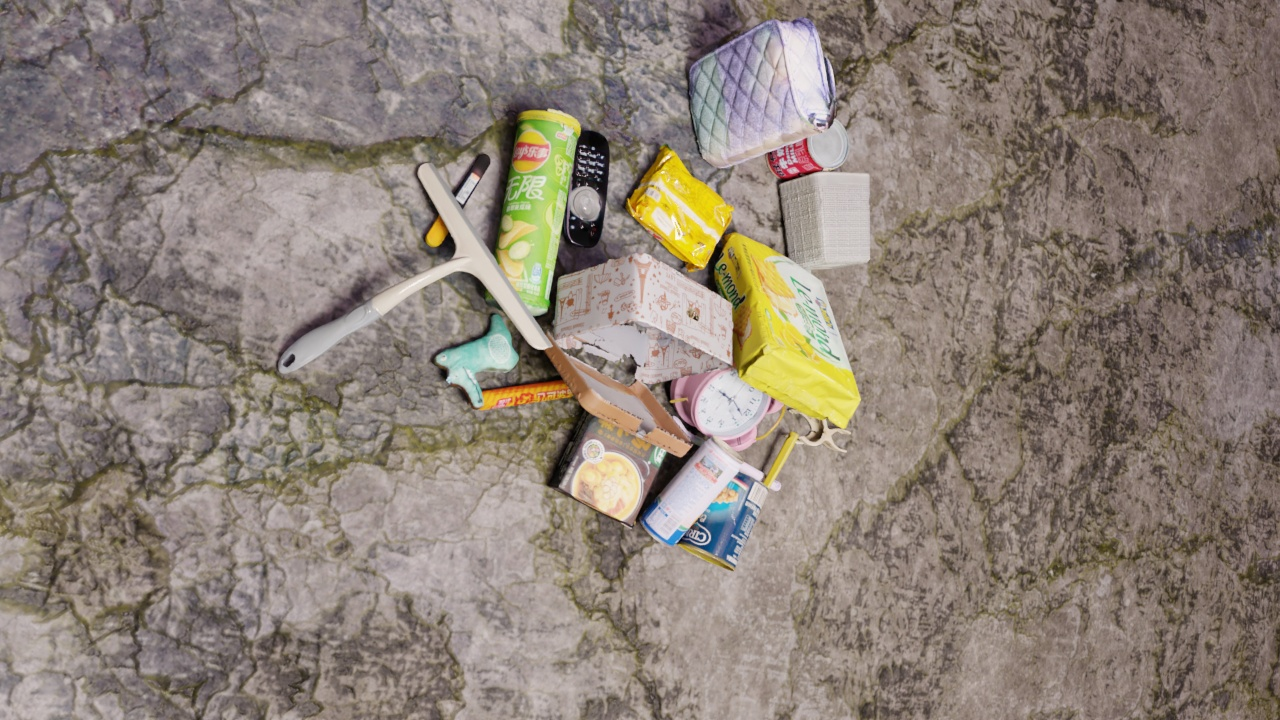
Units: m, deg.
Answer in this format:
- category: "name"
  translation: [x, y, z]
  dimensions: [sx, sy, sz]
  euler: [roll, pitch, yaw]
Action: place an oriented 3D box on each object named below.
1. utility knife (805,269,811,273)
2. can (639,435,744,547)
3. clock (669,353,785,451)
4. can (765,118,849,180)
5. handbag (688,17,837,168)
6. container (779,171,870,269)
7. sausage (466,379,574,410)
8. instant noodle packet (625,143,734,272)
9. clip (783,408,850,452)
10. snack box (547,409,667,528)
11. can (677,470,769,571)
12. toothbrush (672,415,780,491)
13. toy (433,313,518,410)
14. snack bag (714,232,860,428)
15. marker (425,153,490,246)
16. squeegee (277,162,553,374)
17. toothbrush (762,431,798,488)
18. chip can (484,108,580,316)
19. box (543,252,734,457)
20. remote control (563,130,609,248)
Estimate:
- category: "utility knife"
  translation: [0.240, -0.051, 1.226]
  dimensions: [0.029, 0.013, 0.207]
  euler: [-17, 94, -29]
- category: "can"
  translation: [0.060, 0.154, 1.080]
  dimensions: [0.053, 0.053, 0.135]
  euler: [37, 98, -22]
- category: "clock"
  translation: [0.113, 0.047, 1.112]
  dimensions: [0.158, 0.060, 0.117]
  euler: [33, 100, -35]
- category: "can"
  translation: [0.211, -0.267, 1.169]
  dimensions: [0.066, 0.094, 0.066]
  euler: [0, 89, -28]
- category: "handbag"
  translation: [0.140, -0.311, 1.076]
  dimensions: [0.075, 0.194, 0.134]
  euler: [-13, 95, -30]
- category: "container"
  translation: [0.240, -0.178, 1.184]
  dimensions: [0.090, 0.090, 0.114]
  euler: [-5, 91, -27]
- category: "sausage"
  translation: [-0.117, 0.036, 1.035]
  dimensions: [0.165, 0.021, 0.021]
  euler: [-8, 93, -27]
- category: "instant noodle packet"
  translation: [0.046, -0.182, 1.111]
  dimensions: [0.128, 0.044, 0.110]
  euler: [40, 66, -25]
- category: "clip"
  translation: [0.230, 0.107, 1.210]
  dimensions: [0.104, 0.035, 0.083]
  euler: [41, 68, -29]
- category: "snack box"
  translation: [-0.027, 0.123, 1.069]
  dimensions: [0.125, 0.053, 0.113]
  euler: [30, 76, -19]
- category: "can"
  translation: [0.102, 0.189, 1.117]
  dimensions: [0.075, 0.075, 0.111]
  euler: [33, 74, -23]
- category: "toothbrush"
  translation: [0.107, 0.123, 1.153]
  dimensions: [0.189, 0.021, 0.029]
  euler: [31, 74, -25]
- category: "toy"
  translation: [-0.176, 0.003, 0.998]
  dimensions: [0.091, 0.030, 0.096]
  euler: [-20, 78, -23]
- category: "snack bag"
  translation: [0.166, -0.041, 1.095]
  dimensions: [0.158, 0.068, 0.246]
  euler: [27, 37, -29]
- category: "marker"
  translation: [-0.198, -0.175, 1.001]
  dimensions: [0.018, 0.015, 0.123]
  euler: [36, 71, -24]
- category: "squeegee"
  translation: [-0.258, -0.057, 0.928]
  dimensions: [0.246, 0.039, 0.246]
  euler: [-31, 79, -12]
- category: "toothbrush"
  translation: [0.147, 0.172, 1.159]
  dimensions: [0.016, 0.016, 0.190]
  euler: [33, 83, -21]
- category: "chip can"
  translation: [-0.119, -0.160, 1.009]
  dimensions: [0.072, 0.073, 0.221]
  euler: [12, 83, -27]
- category: "box"
  translation: [-0.007, 0.008, 0.995]
  dimensions: [0.182, 0.153, 0.177]
  euler: [24, 60, -46]
- category: "remote control"
  translation: [-0.064, -0.198, 1.064]
  dimensions: [0.053, 0.024, 0.136]
  euler: [8, 87, -29]
